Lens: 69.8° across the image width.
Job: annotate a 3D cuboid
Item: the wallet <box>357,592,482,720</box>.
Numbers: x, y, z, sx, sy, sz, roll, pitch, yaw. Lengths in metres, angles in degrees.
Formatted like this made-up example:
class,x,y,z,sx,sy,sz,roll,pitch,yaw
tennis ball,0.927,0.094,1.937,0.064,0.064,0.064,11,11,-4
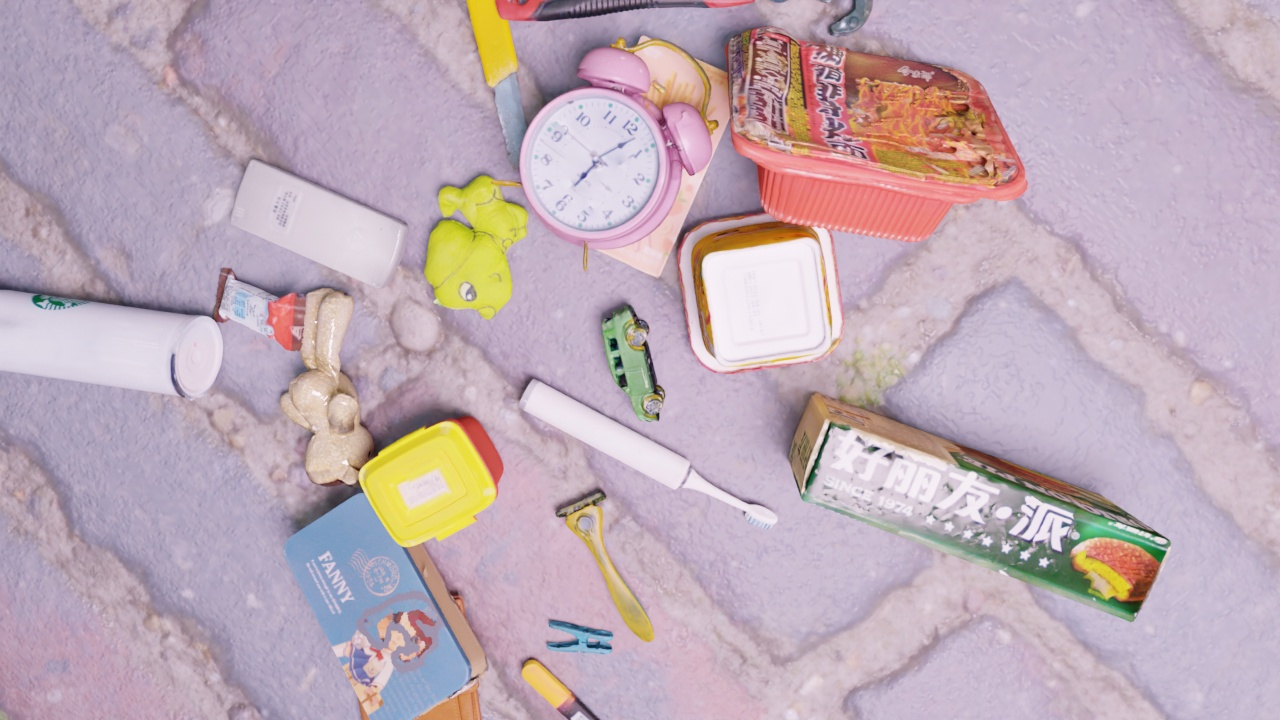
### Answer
class,x,y,z,sx,sy,sz,roll,pitch,yaw
wallet,-0.186,0.260,0.762,0.108,0.031,0.132,-5,98,8

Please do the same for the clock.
class,x,y,z,sx,sy,sz,roll,pitch,yaw
clock,-0.017,-0.150,0.641,0.117,0.059,0.158,43,99,-2

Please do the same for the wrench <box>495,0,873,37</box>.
class,x,y,z,sx,sy,sz,roll,pitch,yaw
wrench,0.030,-0.265,0.664,0.273,0.016,0.056,2,95,2

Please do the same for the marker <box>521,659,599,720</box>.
class,x,y,z,sx,sy,sz,roll,pitch,yaw
marker,-0.051,0.293,0.761,0.124,0.015,0.018,45,101,-5

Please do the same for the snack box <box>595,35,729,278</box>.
class,x,y,z,sx,sy,sz,roll,pitch,yaw
snack box,0.008,-0.150,0.683,0.084,0.026,0.157,24,100,2

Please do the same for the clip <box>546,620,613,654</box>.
class,x,y,z,sx,sy,sz,roll,pitch,yaw
clip,-0.050,0.229,0.751,0.056,0.014,0.041,8,100,6

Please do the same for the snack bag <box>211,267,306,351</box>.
class,x,y,z,sx,sy,sz,roll,pitch,yaw
snack bag,-0.300,-0.041,0.717,0.104,0.026,0.048,16,99,34

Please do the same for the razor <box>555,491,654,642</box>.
class,x,y,z,sx,sy,sz,roll,pitch,yaw
razor,-0.021,0.171,0.735,0.043,0.028,0.132,-25,97,5

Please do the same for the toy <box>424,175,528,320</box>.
class,x,y,z,sx,sy,sz,roll,pitch,yaw
toy,-0.129,-0.086,0.704,0.096,0.031,0.100,45,95,-2

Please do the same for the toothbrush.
class,x,y,z,sx,sy,sz,roll,pitch,yaw
toothbrush,0.007,0.076,0.717,0.221,0.026,0.026,28,138,1

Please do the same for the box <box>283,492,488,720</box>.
class,x,y,z,sx,sy,sz,roll,pitch,yaw
box,-0.199,0.187,0.715,0.090,0.060,0.184,-35,80,0

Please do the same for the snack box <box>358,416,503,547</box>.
class,x,y,z,sx,sy,sz,roll,pitch,yaw
snack box,-0.154,0.089,0.707,0.091,0.080,0.082,-28,94,8

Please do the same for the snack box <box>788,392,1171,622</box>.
class,x,y,z,sx,sy,sz,roll,pitch,yaw
snack box,0.229,0.097,0.654,0.240,0.114,0.063,20,99,1

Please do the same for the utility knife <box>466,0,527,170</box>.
class,x,y,z,sx,sy,sz,roll,pitch,yaw
utility knife,-0.114,-0.250,0.685,0.033,0.015,0.217,-12,95,6

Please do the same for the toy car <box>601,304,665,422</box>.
class,x,y,z,sx,sy,sz,roll,pitch,yaw
toy car,-0.004,0.004,0.699,0.036,0.043,0.091,-17,95,5

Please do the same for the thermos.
class,x,y,z,sx,sy,sz,roll,pitch,yaw
thermos,-0.454,-0.020,0.727,0.224,0.073,0.073,8,99,5

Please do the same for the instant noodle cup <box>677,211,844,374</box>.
class,x,y,z,sx,sy,sz,roll,pitch,yaw
instant noodle cup,0.085,-0.045,0.642,0.116,0.123,0.116,-8,97,7

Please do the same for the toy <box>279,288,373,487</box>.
class,x,y,z,sx,sy,sz,roll,pitch,yaw
toy,-0.242,0.022,0.720,0.105,0.066,0.157,2,95,38

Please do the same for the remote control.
class,x,y,z,sx,sy,sz,roll,pitch,yaw
remote control,-0.250,-0.106,0.718,0.135,0.019,0.056,23,100,2

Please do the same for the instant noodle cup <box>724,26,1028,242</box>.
class,x,y,z,sx,sy,sz,roll,pitch,yaw
instant noodle cup,0.145,-0.147,0.611,0.189,0.164,0.079,8,133,-2
